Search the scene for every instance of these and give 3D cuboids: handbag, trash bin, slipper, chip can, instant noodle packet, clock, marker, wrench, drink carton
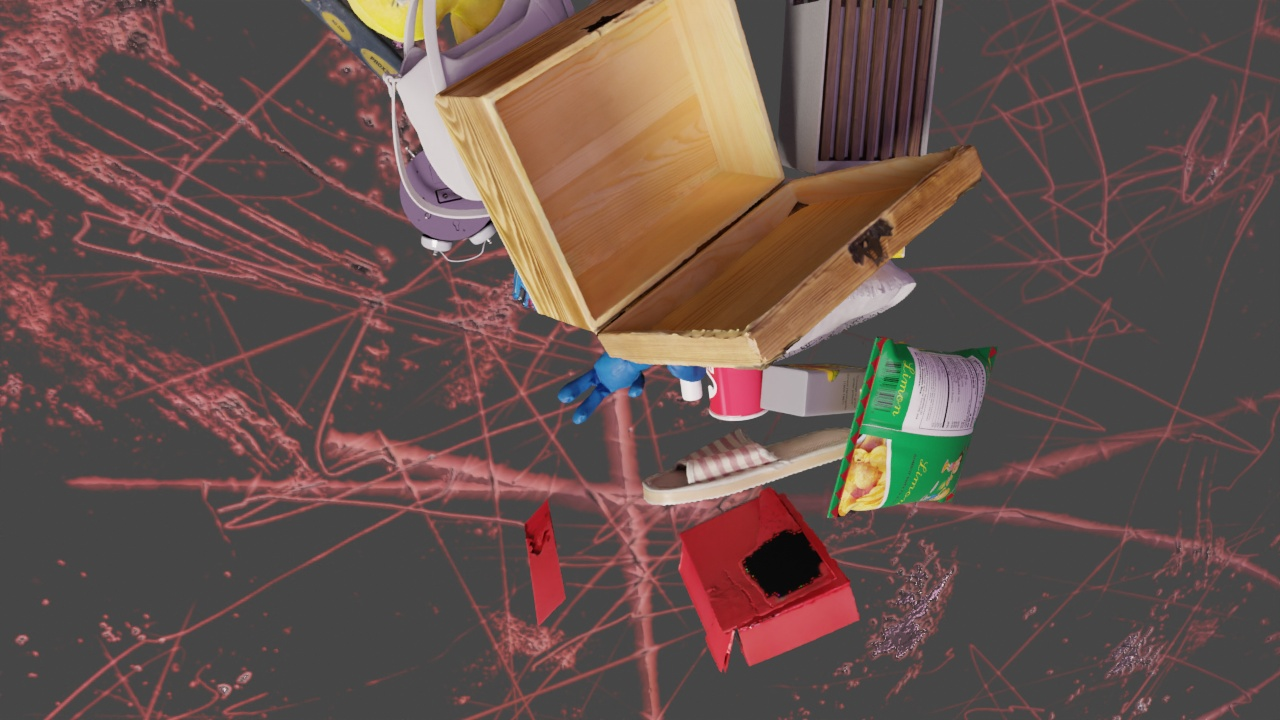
[{"bbox_3d":[-0.139,-0.260,0.819,0.215,0.096,0.223,-42,138,-24],"label":"handbag"},{"bbox_3d":[0.215,-0.305,0.916,0.114,0.114,0.229,-2,108,-10],"label":"trash bin"},{"bbox_3d":[0.127,0.108,1.040,0.262,0.115,0.052,-13,96,-13],"label":"slipper"},{"bbox_3d":[0.097,-0.049,1.002,0.069,0.069,0.221,-11,109,-7],"label":"chip can"},{"bbox_3d":[0.308,0.074,1.018,0.252,0.090,0.196,2,105,-42],"label":"instant noodle packet"},{"bbox_3d":[0.186,-0.062,0.975,0.246,0.074,0.112,-23,145,-27],"label":"slipper"},{"bbox_3d":[-0.191,-0.160,0.931,0.094,0.035,0.123,-13,110,-6],"label":"clock"},{"bbox_3d":[0.052,-0.020,1.025,0.023,0.027,0.133,-24,115,-40],"label":"marker"},{"bbox_3d":[-0.299,-0.338,0.847,0.074,0.022,0.273,-23,124,43],"label":"wrench"},{"bbox_3d":[0.198,0.031,1.018,0.124,0.076,0.048,-1,97,-41],"label":"drink carton"}]

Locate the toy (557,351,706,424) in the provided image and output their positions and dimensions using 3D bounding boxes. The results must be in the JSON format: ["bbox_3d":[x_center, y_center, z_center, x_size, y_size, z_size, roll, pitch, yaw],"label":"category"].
[{"bbox_3d":[-0.006,0.006,0.996,0.176,0.071,0.113,-37,97,14],"label":"toy"}]

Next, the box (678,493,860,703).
[{"bbox_3d":[0.144,0.274,1.040,0.165,0.213,0.153,-25,110,-3],"label":"box"}]

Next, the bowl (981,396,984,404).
[{"bbox_3d":[0.356,0.048,1.104,0.102,0.026,0.114,36,97,-19],"label":"bowl"}]

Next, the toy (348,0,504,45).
[{"bbox_3d":[-0.191,-0.352,0.843,0.207,0.092,0.134,10,93,-23],"label":"toy"}]

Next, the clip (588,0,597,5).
[{"bbox_3d":[-0.038,-0.334,0.901,0.058,0.052,0.102,39,99,21],"label":"clip"}]

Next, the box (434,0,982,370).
[{"bbox_3d":[0.067,-0.149,0.774,0.278,0.335,0.286,-41,127,-25],"label":"box"}]

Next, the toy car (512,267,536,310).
[{"bbox_3d":[-0.104,-0.111,0.952,0.043,0.056,0.120,12,107,-13],"label":"toy car"}]

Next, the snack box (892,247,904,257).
[{"bbox_3d":[0.232,-0.157,0.972,0.061,0.105,0.084,-5,108,-7],"label":"snack box"}]
